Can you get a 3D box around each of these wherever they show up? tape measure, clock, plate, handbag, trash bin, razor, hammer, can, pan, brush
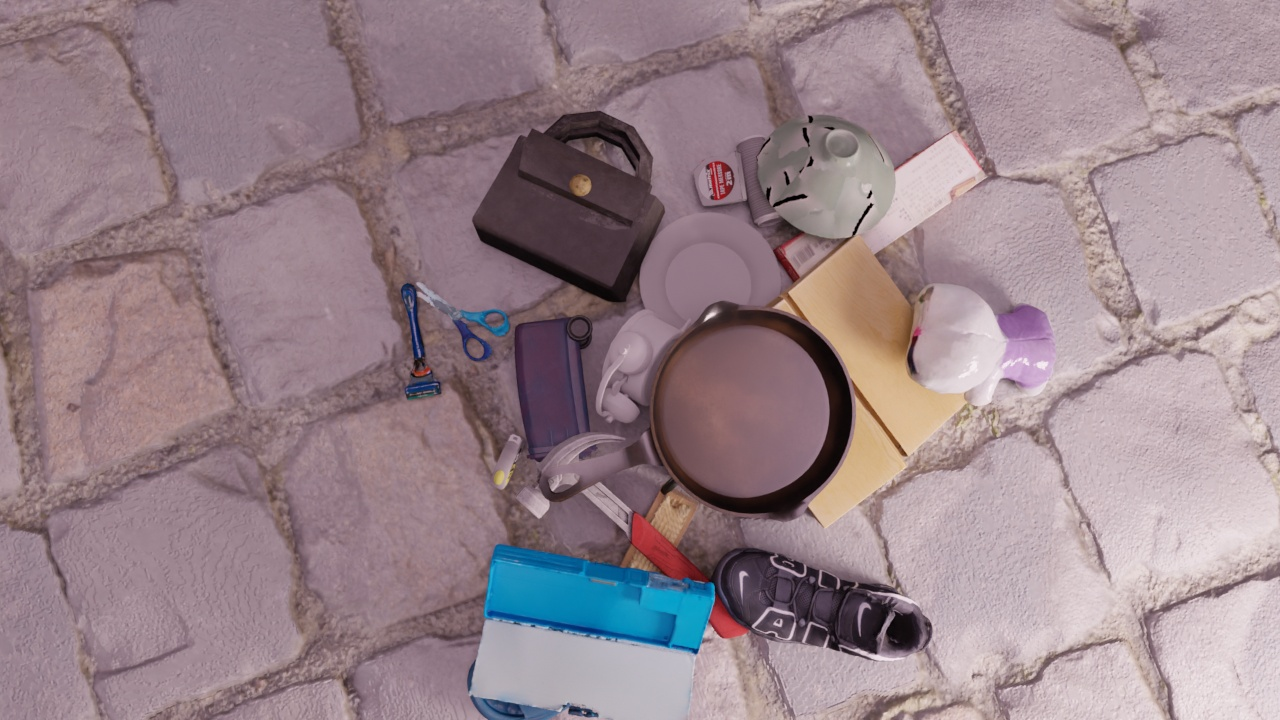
[{"bbox_3d":[-0.154,0.117,1.066,0.017,0.064,0.065,23,86,0],"label":"tape measure"},{"bbox_3d":[-0.006,0.006,1.048,0.061,0.120,0.158,29,39,22],"label":"clock"},{"bbox_3d":[0.084,-0.095,1.128,0.173,0.019,0.172,0,83,-3],"label":"plate"},{"bbox_3d":[-0.068,-0.200,1.091,0.197,0.102,0.199,25,82,0],"label":"handbag"},{"bbox_3d":[-0.094,0.036,1.066,0.092,0.094,0.160,-7,86,-4],"label":"trash bin"},{"bbox_3d":[-0.268,-0.024,1.101,0.044,0.018,0.141,-10,82,-1],"label":"razor"},{"bbox_3d":[0.099,-0.222,1.131,0.062,0.020,0.060,-8,91,28],"label":"tape measure"},{"bbox_3d":[0.015,0.206,1.034,0.315,0.036,0.126,44,79,-15],"label":"hammer"},{"bbox_3d":[0.149,-0.222,1.135,0.044,0.044,0.106,-13,84,-5],"label":"can"},{"bbox_3d":[0.060,0.077,1.000,0.356,0.043,0.248,-20,90,-8],"label":"pan"},{"bbox_3d":[0.021,0.207,1.076,0.049,0.039,0.117,29,87,0],"label":"brush"}]

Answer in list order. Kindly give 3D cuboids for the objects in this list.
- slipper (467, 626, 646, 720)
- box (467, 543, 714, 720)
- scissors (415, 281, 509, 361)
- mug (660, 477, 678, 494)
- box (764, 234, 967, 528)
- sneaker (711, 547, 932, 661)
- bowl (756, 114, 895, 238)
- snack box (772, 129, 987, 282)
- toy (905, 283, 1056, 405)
[{"bbox_3d":[-0.091,0.347,1.043,0.213,0.059,0.104,-22,87,-7],"label":"slipper"},{"bbox_3d":[-0.053,0.298,1.007,0.243,0.075,0.167,11,87,-2],"label":"box"},{"bbox_3d":[-0.227,-0.052,1.109,0.134,0.016,0.073,29,84,2],"label":"scissors"},{"bbox_3d":[0.065,0.118,1.068,0.111,0.081,0.085,-40,87,-8],"label":"mug"},{"bbox_3d":[0.234,0.022,1.085,0.256,0.076,0.247,-39,98,-13],"label":"box"},{"bbox_3d":[0.209,0.276,1.008,0.252,0.151,0.097,17,79,-11],"label":"sneaker"},{"bbox_3d":[0.229,-0.235,1.080,0.174,0.068,0.174,2,67,-4],"label":"bowl"},{"bbox_3d":[0.296,-0.182,1.140,0.272,0.044,0.076,-35,91,-6],"label":"snack box"},{"bbox_3d":[0.403,-0.017,1.076,0.209,0.086,0.137,5,82,-27],"label":"toy"}]
